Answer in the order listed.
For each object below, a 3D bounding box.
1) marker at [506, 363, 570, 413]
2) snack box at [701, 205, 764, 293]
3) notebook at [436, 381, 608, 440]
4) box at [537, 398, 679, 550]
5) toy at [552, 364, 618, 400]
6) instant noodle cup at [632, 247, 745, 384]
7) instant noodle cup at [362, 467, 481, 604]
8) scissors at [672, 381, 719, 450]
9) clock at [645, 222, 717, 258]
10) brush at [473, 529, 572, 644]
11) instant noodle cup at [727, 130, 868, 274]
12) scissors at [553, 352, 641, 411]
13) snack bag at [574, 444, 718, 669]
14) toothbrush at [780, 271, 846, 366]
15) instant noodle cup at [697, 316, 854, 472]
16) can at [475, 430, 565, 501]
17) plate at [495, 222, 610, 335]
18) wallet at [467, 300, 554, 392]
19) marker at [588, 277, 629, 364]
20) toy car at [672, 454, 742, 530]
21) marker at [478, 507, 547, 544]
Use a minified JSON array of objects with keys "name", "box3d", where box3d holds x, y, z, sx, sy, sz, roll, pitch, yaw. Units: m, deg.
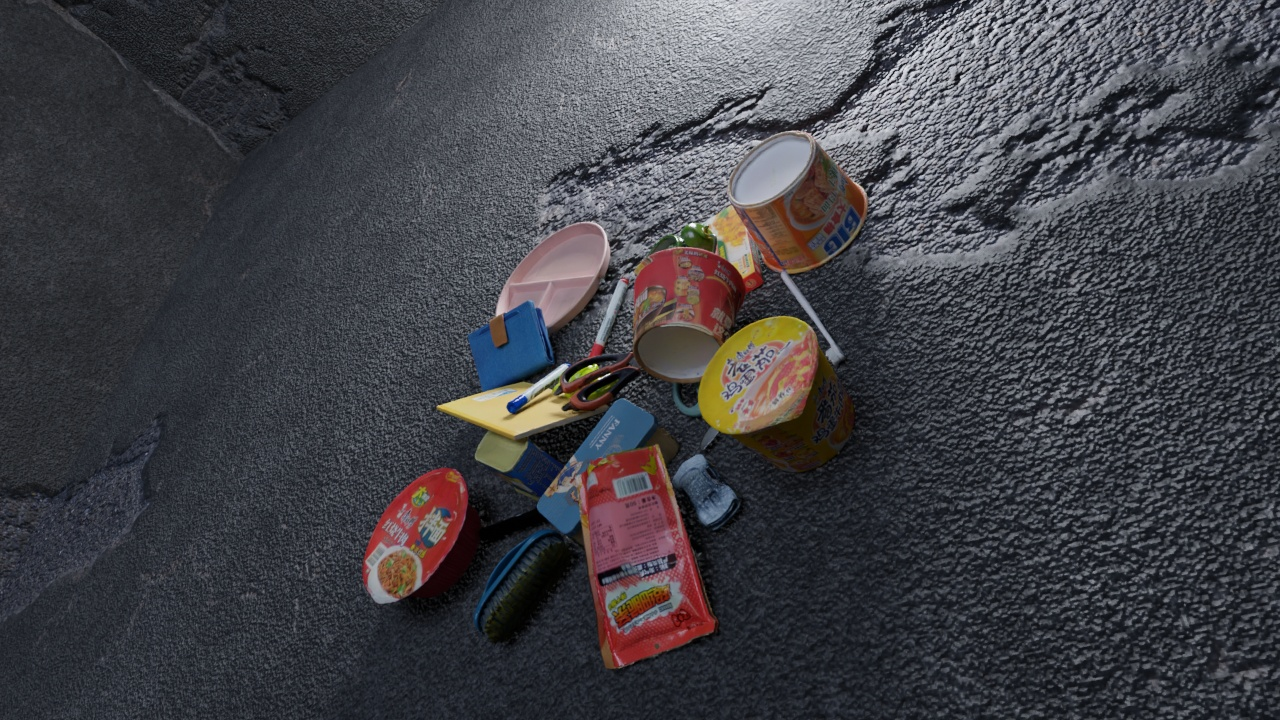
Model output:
[{"name":"marker","box3d":[-0.134,0.035,1.239,0.017,0.017,0.145,-19,11,33]},{"name":"snack box","box3d":[0.115,-0.139,1.202,0.077,0.027,0.155,-31,39,24]},{"name":"notebook","box3d":[-0.161,0.063,1.227,0.145,0.010,0.207,-17,18,-37]},{"name":"box","box3d":[-0.033,0.130,1.071,0.184,0.063,0.090,-55,37,-8]},{"name":"toy","box3d":[-0.072,0.030,1.222,0.096,0.031,0.100,-23,23,-2]},{"name":"instant noodle cup","box3d":[0.053,-0.046,1.069,0.138,0.138,0.108,-21,43,31]},{"name":"instant noodle cup","box3d":[-0.279,0.241,1.214,0.194,0.066,0.193,-27,40,25]},{"name":"scissors","box3d":[0.107,0.022,1.067,0.174,0.019,0.170,-49,37,-1]},{"name":"clock","box3d":[0.051,-0.111,1.178,0.162,0.056,0.116,-30,44,53]},{"name":"brush","box3d":[-0.142,0.256,1.068,0.143,0.055,0.073,-53,37,-7]},{"name":"instant noodle cup","box3d":[0.184,-0.197,1.115,0.152,0.111,0.151,-27,41,25]},{"name":"scissors","box3d":[-0.002,0.014,1.150,0.210,0.015,0.181,11,58,35]},{"name":"snack bag","box3d":[-0.003,0.198,0.946,0.129,0.073,0.207,-24,66,19]},{"name":"toothbrush","box3d":[0.193,-0.052,1.052,0.016,0.016,0.180,-42,36,17]},{"name":"instant noodle cup","box3d":[0.144,0.042,0.932,0.138,0.110,0.137,-27,40,25]},{"name":"can","box3d":[-0.151,0.132,1.170,0.102,0.083,0.057,12,65,50]},{"name":"plate","box3d":[-0.136,-0.121,1.441,0.230,0.028,0.229,-28,40,26]},{"name":"wallet","box3d":[-0.194,-0.018,1.365,0.133,0.040,0.106,-26,72,28]},{"name":"marker","box3d":[-0.044,-0.057,1.296,0.017,0.017,0.145,-8,51,41]},{"name":"toy car","box3d":[0.068,0.138,0.986,0.049,0.031,0.105,-45,35,2]},{"name":"marker","box3d":[-0.152,0.205,1.157,0.132,0.020,0.022,-24,58,30]}]
